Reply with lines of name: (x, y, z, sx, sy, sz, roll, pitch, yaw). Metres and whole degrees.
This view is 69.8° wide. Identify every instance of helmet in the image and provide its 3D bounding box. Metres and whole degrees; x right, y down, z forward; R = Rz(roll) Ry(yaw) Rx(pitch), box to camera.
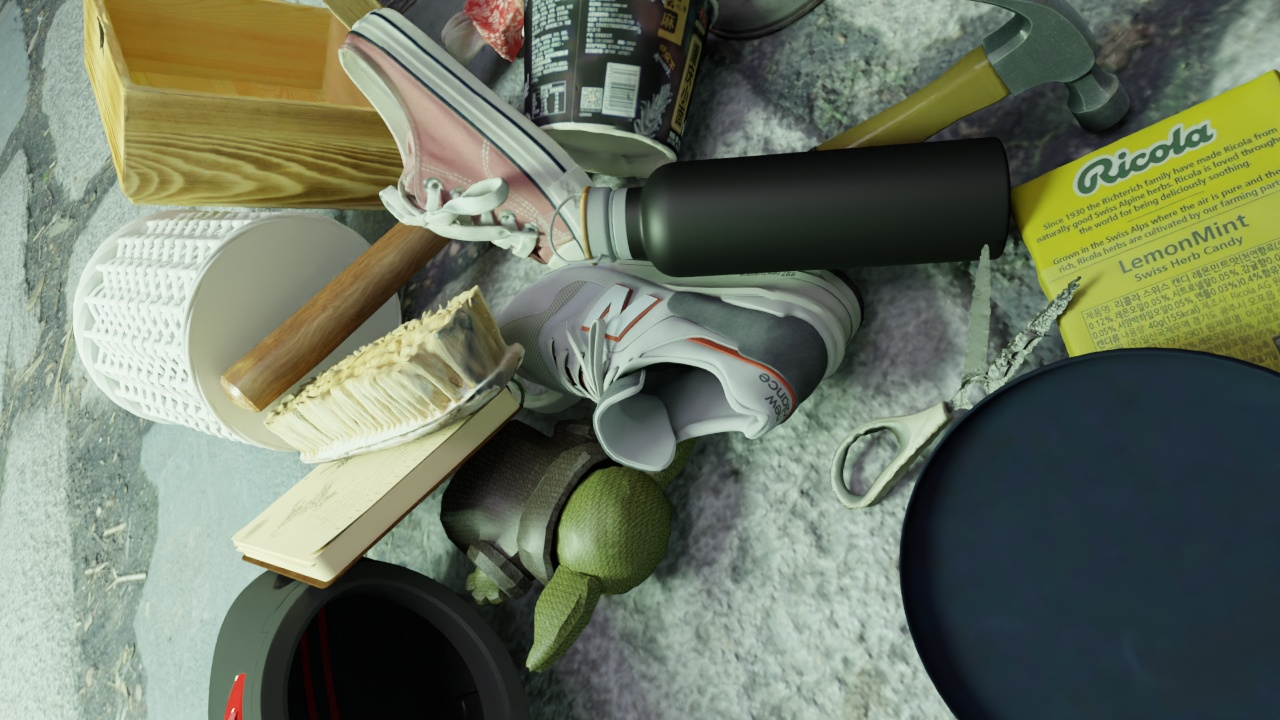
helmet: (-0.168, 0.223, 0.552, 0.264, 0.164, 0.170, 56, 137, 35)

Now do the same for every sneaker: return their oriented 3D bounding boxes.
sneaker: (-0.003, 0.003, 0.517, 0.240, 0.089, 0.124, -6, 33, 28)
sneaker: (-0.109, -0.116, 0.599, 0.087, 0.241, 0.118, -50, 10, -16)

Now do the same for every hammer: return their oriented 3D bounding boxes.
hammer: (0.087, -0.094, 0.524, 0.334, 0.118, 0.025, -29, 39, 33)
hammer: (-0.190, -0.077, 0.688, 0.158, 0.037, 0.300, 25, 64, 41)

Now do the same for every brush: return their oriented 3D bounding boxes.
brush: (-0.167, 0.020, 0.595, 0.272, 0.056, 0.083, -16, 27, 50)

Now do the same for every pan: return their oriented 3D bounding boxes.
pan: (0.257, 0.051, 0.329, 0.357, 0.021, 0.198, -40, 72, 31)

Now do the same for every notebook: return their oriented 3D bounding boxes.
notebook: (-0.182, 0.076, 0.616, 0.167, 0.024, 0.226, -44, 18, -30)

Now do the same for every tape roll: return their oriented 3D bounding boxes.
tape roll: (-0.064, -0.009, 0.656, 0.094, 0.018, 0.093, -15, 64, 33)

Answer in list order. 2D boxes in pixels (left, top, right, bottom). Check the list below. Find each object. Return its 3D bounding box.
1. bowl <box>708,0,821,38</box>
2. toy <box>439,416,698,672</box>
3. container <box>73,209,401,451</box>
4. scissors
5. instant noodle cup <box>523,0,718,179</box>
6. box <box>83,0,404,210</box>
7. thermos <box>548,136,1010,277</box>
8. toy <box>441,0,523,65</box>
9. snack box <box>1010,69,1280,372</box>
bowl: (0.076, -0.303, 0.626, 0.145, 0.067, 0.144, -15, 65, 33)
toy: (-0.049, 0.093, 0.563, 0.153, 0.078, 0.179, 12, 57, 38)
container: (-0.328, -0.030, 0.756, 0.187, 0.189, 0.189, 7, 77, 38)
scissors: (0.155, 0.034, 0.449, 0.169, 0.012, 0.157, -29, 72, 41)
instant noodle cup: (-0.022, -0.192, 0.623, 0.137, 0.137, 0.112, 4, 84, 39)
box: (-0.307, -0.303, 0.784, 0.279, 0.268, 0.264, 48, 129, 41)
thermos: (0.065, -0.076, 0.479, 0.231, 0.061, 0.061, -2, 69, 10)
toy: (-0.087, -0.322, 0.752, 0.195, 0.084, 0.159, -37, 82, 21)
snack box: (0.250, -0.021, 0.401, 0.121, 0.045, 0.180, -25, 61, 31)
